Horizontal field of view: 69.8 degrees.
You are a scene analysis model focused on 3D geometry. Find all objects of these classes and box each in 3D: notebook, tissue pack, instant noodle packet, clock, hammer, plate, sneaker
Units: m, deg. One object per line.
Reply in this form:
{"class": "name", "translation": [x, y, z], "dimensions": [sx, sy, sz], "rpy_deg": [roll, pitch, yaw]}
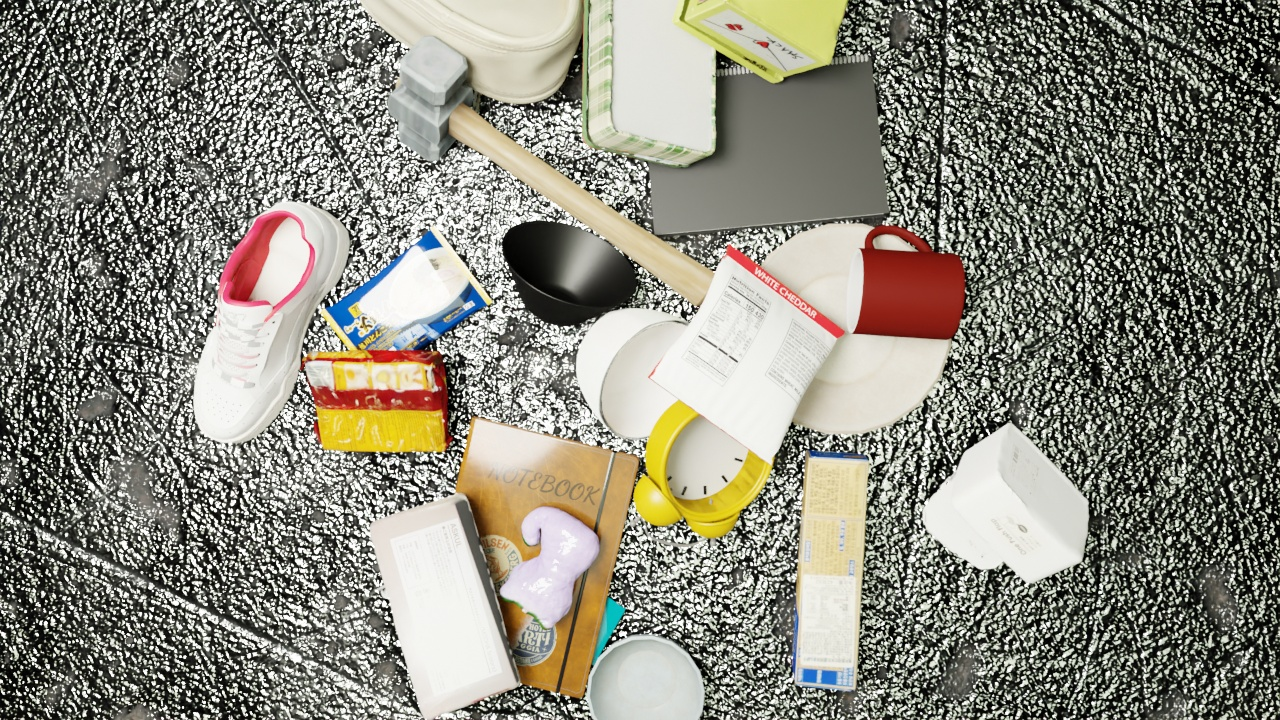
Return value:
{"class": "notebook", "translation": [-0.099, 0.194, 0.862], "dimensions": [0.178, 0.014, 0.249], "rpy_deg": [13, 93, 2]}
{"class": "tissue pack", "translation": [-0.182, 0.219, 0.833], "dimensions": [0.103, 0.071, 0.181], "rpy_deg": [-18, 93, -12]}
{"class": "instant noodle packet", "translation": [-0.217, -0.050, 0.852], "dimensions": [0.134, 0.026, 0.087], "rpy_deg": [-36, 97, 4]}
{"class": "clock", "translation": [0.055, 0.096, 0.815], "dimensions": [0.113, 0.052, 0.152], "rpy_deg": [19, 98, -29]}
{"class": "hammer", "translation": [-0.073, -0.151, 0.802], "dimensions": [0.323, 0.117, 0.051], "rpy_deg": [34, 67, -3]}
{"class": "plate", "translation": [0.184, -0.028, 0.833], "dimensions": [0.189, 0.027, 0.188], "rpy_deg": [0, 92, 3]}
{"class": "sneaker", "translation": [-0.349, -0.033, 0.821], "dimensions": [0.090, 0.104, 0.236], "rpy_deg": [29, 93, 1]}
{"class": "instant noodle packet", "translation": [-0.242, 0.037, 0.841], "dimensions": [0.135, 0.039, 0.099], "rpy_deg": [0, 113, 3]}
{"class": "notebook", "translation": [0.110, -0.193, 0.825], "dimensions": [0.207, 0.016, 0.149], "rpy_deg": [-5, 83, 3]}

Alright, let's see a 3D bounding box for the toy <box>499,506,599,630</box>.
{"class": "toy", "translation": [-0.085, 0.185, 0.835], "dimensions": [0.080, 0.036, 0.099], "rpy_deg": [33, 89, 12]}

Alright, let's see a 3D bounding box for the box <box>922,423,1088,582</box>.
{"class": "box", "translation": [0.306, 0.140, 0.813], "dimensions": [0.110, 0.102, 0.130], "rpy_deg": [47, 127, -3]}

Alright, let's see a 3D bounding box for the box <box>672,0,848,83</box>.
{"class": "box", "translation": [0.122, -0.365, 0.768], "dimensions": [0.124, 0.082, 0.221], "rpy_deg": [16, 85, -30]}

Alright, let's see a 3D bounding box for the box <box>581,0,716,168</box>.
{"class": "box", "translation": [0.007, -0.274, 0.780], "dimensions": [0.117, 0.050, 0.205], "rpy_deg": [2, 83, -33]}

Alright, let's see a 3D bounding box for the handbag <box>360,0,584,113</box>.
{"class": "handbag", "translation": [-0.154, -0.334, 0.823], "dimensions": [0.229, 0.132, 0.183], "rpy_deg": [22, 68, -1]}

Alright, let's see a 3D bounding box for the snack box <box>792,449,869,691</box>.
{"class": "snack box", "translation": [0.171, 0.186, 0.828], "dimensions": [0.056, 0.057, 0.207], "rpy_deg": [3, 92, 6]}

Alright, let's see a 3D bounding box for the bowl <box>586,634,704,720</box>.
{"class": "bowl", "translation": [0.005, 0.300, 0.847], "dimensions": [0.106, 0.039, 0.106], "rpy_deg": [0, 92, 3]}

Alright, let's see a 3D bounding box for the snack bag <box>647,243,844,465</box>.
{"class": "snack bag", "translation": [0.094, -0.007, 0.779], "dimensions": [0.131, 0.039, 0.143], "rpy_deg": [36, 70, -9]}

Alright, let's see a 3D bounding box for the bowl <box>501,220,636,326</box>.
{"class": "bowl", "translation": [-0.070, -0.067, 0.819], "dimensions": [0.124, 0.123, 0.053], "rpy_deg": [27, 126, 2]}

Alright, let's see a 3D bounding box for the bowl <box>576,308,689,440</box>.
{"class": "bowl", "translation": [-0.005, 0.005, 0.806], "dimensions": [0.066, 0.116, 0.116], "rpy_deg": [37, 94, 45]}

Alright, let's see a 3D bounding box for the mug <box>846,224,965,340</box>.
{"class": "mug", "translation": [0.224, -0.071, 0.785], "dimensions": [0.082, 0.073, 0.105], "rpy_deg": [4, 63, 3]}
